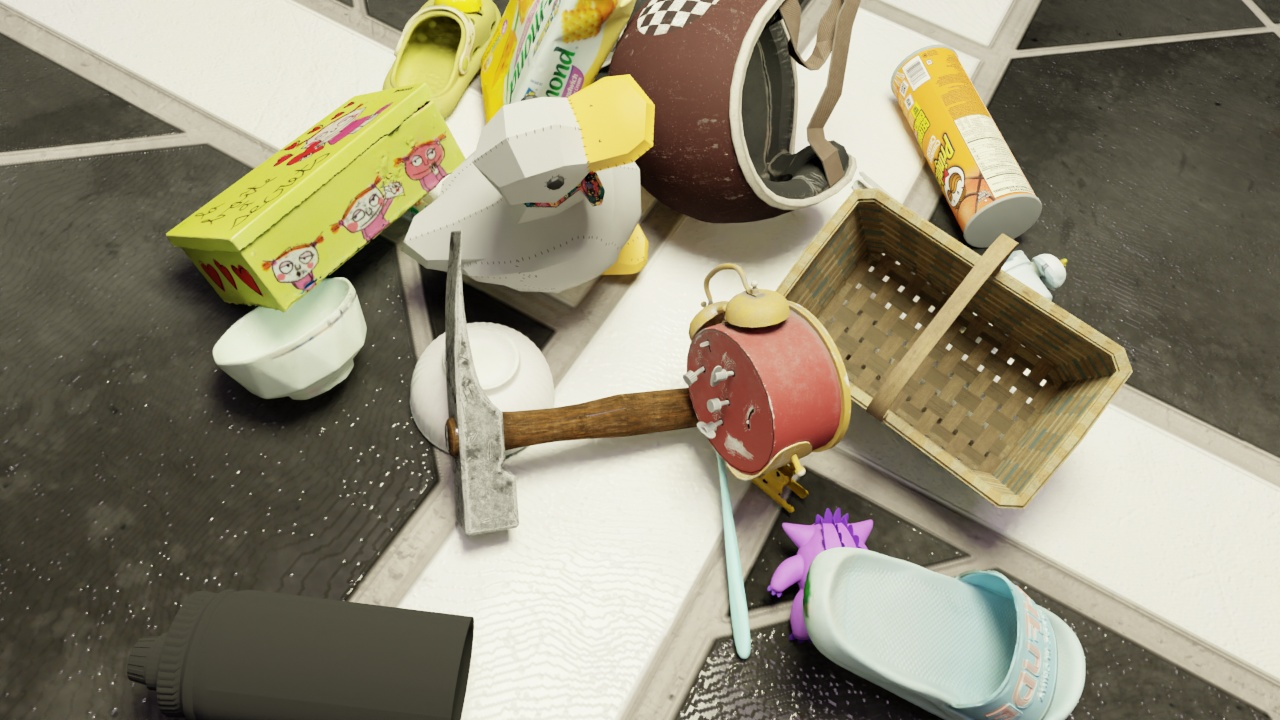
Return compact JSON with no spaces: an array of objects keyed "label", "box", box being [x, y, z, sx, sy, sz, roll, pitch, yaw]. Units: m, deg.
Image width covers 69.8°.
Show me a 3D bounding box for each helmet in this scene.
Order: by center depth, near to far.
[{"label":"helmet","box":[0.094,-0.243,0.810,0.254,0.233,0.233,19,55,45]}]

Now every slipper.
[{"label":"slipper","box":[0.220,0.190,0.625,0.245,0.074,0.103,24,60,-21]},{"label":"slipper","box":[-0.206,-0.326,0.930,0.091,0.082,0.190,15,59,4]}]

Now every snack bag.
[{"label":"snack bag","box":[-0.079,-0.302,0.850,0.068,0.248,0.159,11,47,-29]}]

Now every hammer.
[{"label":"hammer","box":[-0.004,0.004,0.715,0.300,0.037,0.218,-6,98,-23]}]

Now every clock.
[{"label":"clock","box":[0.077,0.008,0.668,0.081,0.117,0.159,-19,91,-24]},{"label":"clock","box":[0.335,-0.061,0.833,0.117,0.083,0.057,-24,69,-18]}]

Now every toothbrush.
[{"label":"toothbrush","box":[0.070,0.132,0.695,0.016,0.016,0.180,11,65,-33]}]

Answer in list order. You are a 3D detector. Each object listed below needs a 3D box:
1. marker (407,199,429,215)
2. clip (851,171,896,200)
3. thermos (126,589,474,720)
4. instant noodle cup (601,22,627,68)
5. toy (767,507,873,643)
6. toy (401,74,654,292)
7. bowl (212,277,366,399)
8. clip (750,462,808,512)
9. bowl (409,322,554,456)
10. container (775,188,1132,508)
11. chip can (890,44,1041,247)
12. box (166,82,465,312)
[{"label":"marker","box":[-0.169,-0.115,0.835,0.145,0.017,0.017,36,60,15]},{"label":"clip","box":[0.237,-0.141,0.913,0.056,0.046,0.101,-31,66,-29]},{"label":"thermos","box":[-0.214,0.196,0.588,0.198,0.086,0.086,8,57,-3]},{"label":"instant noodle cup","box":[-0.061,-0.383,0.971,0.123,0.124,0.121,3,66,-6]},{"label":"toy","box":[0.146,0.158,0.681,0.106,0.056,0.088,0,59,-8]},{"label":"toy","box":[-0.078,-0.128,0.717,0.247,0.267,0.141,-19,84,17]},{"label":"bowl","box":[-0.264,-0.009,0.716,0.117,0.061,0.117,-18,30,10]},{"label":"clip","box":[0.107,0.094,0.725,0.054,0.049,0.044,41,96,17]},{"label":"bowl","box":[-0.126,0.013,0.732,0.118,0.062,0.118,4,57,-6]},{"label":"container","box":[0.227,-0.015,0.705,0.250,0.186,0.157,38,92,16]},{"label":"chip can","box":[0.328,-0.222,0.939,0.075,0.075,0.214,-6,58,-12]},{"label":"box","box":[-0.267,-0.139,0.770,0.125,0.082,0.220,10,47,43]}]
